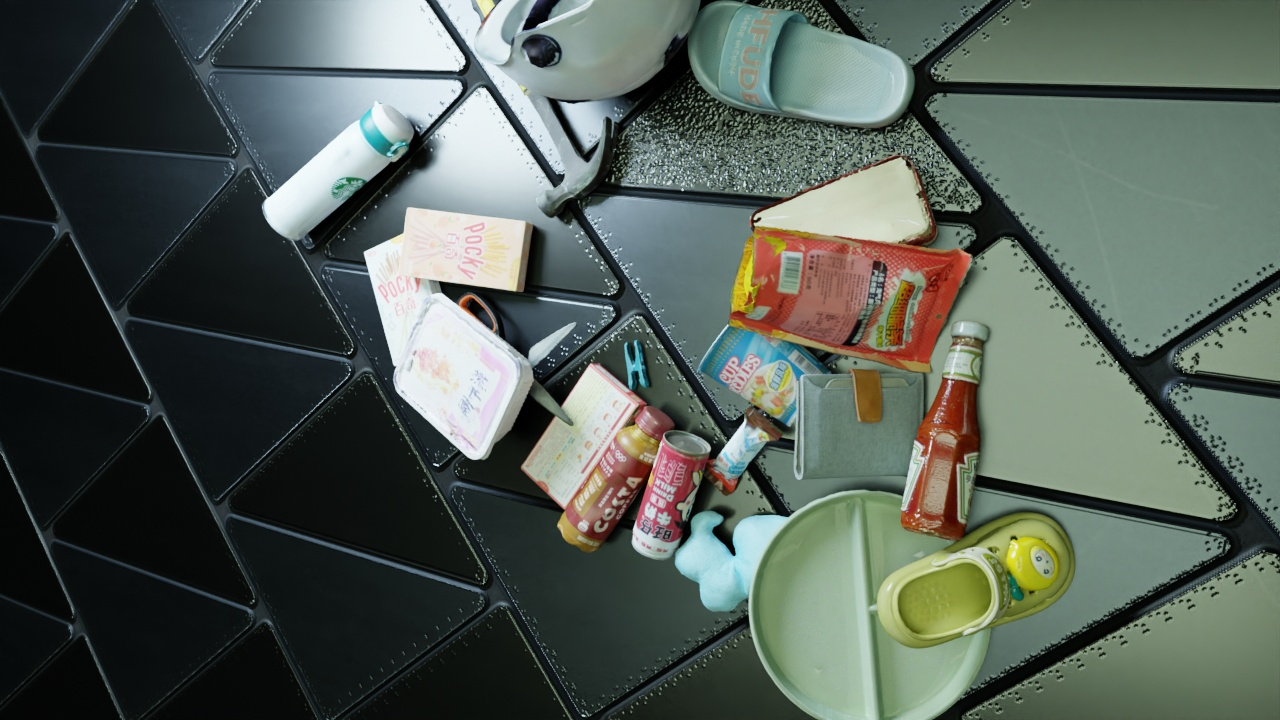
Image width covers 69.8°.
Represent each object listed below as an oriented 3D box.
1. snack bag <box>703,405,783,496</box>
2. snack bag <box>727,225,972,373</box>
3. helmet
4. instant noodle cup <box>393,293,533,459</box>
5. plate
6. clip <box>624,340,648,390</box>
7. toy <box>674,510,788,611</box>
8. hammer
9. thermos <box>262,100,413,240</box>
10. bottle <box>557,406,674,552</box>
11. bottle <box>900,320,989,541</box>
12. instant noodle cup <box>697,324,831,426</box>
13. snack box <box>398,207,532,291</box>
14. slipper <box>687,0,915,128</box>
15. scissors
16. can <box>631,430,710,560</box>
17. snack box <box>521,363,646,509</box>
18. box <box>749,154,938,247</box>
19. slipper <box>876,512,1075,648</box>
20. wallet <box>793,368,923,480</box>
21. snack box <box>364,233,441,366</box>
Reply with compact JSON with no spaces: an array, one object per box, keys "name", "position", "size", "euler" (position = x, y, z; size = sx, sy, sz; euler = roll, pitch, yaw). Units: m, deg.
[{"name":"snack bag","position":[0.105,0.096,0.969],"size":[0.048,0.026,0.104],"euler":[42,126,7]},{"name":"snack bag","position":[0.195,-0.061,0.871],"size":[0.208,0.073,0.129],"euler":[9,118,-4]},{"name":"helmet","position":[-0.038,-0.363,0.961],"size":[0.259,0.146,0.228],"euler":[-26,40,33]},{"name":"instant noodle cup","position":[-0.198,0.016,1.067],"size":[0.173,0.060,0.138],"euler":[36,110,26]},{"name":"plate","position":[0.221,0.242,0.894],"size":[0.230,0.027,0.230],"euler":[-1,83,8]},{"name":"clip","position":[-0.005,0.005,1.035],"size":[0.046,0.014,0.057],"euler":[-13,86,26]},{"name":"toy","position":[0.125,0.212,0.957],"size":[0.156,0.049,0.161],"euler":[-41,73,16]},{"name":"hammer","position":[-0.131,-0.335,1.079],"size":[0.126,0.031,0.323],"euler":[-33,77,21]},{"name":"thermos","position":[-0.384,-0.241,1.176],"size":[0.225,0.073,0.073],"euler":[-33,77,21]},{"name":"bottle","position":[-0.025,0.131,1.021],"size":[0.057,0.057,0.175],"euler":[39,105,19]},{"name":"bottle","position":[0.293,0.064,0.865],"size":[0.060,0.059,0.206],"euler":[10,82,24]},{"name":"instant noodle cup","position":[0.131,0.007,0.934],"size":[0.110,0.099,0.099],"euler":[38,105,11]},{"name":"snack box","position":[-0.211,-0.134,1.104],"size":[0.157,0.026,0.084],"euler":[8,92,14]},{"name":"slipper","position":[0.153,-0.298,0.927],"size":[0.245,0.074,0.104],"euler":[23,100,21]},{"name":"scissors","position":[-0.159,0.008,1.090],"size":[0.231,0.021,0.221],"euler":[-40,71,27]},{"name":"can","position":[0.032,0.146,0.988],"size":[0.053,0.053,0.133],"euler":[24,110,22]},{"name":"snack box","position":[-0.067,0.087,1.056],"size":[0.077,0.027,0.156],"euler":[40,106,19]},{"name":"box","position":[0.199,-0.131,0.906],"size":[0.169,0.077,0.091],"euler":[-19,82,24]},{"name":"slipper","position":[0.311,0.206,0.833],"size":[0.190,0.081,0.091],"euler":[-23,85,0]},{"name":"wallet","position":[0.213,0.061,0.884],"size":[0.129,0.037,0.106],"euler":[0,93,-15]},{"name":"snack box","position":[-0.291,-0.078,1.157],"size":[0.085,0.026,0.156],"euler":[-20,83,23]}]
